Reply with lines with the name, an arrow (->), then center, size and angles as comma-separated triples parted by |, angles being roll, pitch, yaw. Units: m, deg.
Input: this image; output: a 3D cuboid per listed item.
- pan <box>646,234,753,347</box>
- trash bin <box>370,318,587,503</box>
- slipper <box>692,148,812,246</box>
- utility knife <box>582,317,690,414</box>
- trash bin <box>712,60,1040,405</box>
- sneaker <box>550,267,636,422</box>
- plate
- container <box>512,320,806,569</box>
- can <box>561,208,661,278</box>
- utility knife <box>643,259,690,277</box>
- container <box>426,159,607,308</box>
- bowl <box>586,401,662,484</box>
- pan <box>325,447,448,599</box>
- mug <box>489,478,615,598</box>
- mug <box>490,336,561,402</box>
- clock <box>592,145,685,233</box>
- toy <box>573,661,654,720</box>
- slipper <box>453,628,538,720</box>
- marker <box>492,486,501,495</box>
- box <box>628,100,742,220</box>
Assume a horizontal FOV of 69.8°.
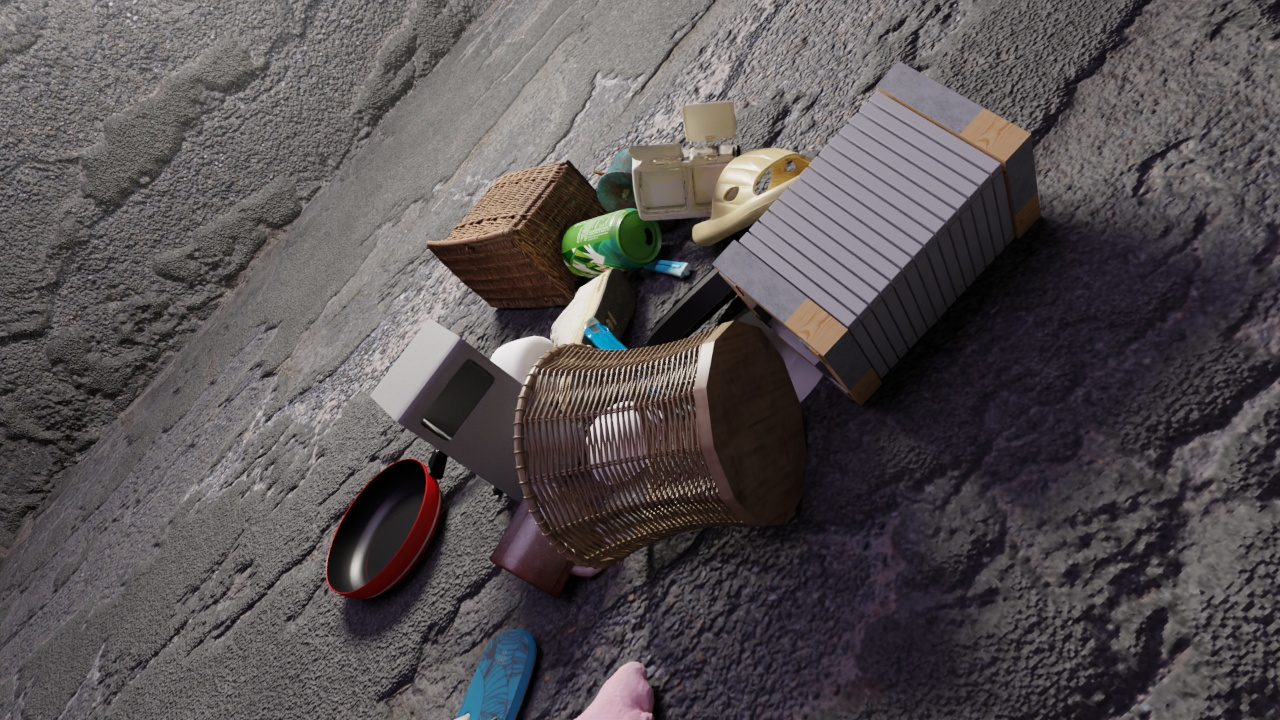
pan -> 0.141, -0.126, 0.984 | 0.357, 0.034, 0.225 | -43, -3, 14
trash bin -> -0.188, 0.069, 1.108 | 0.114, 0.229, 0.114 | -54, 33, -7
slipper -> 0.124, -0.198, 1.078 | 0.111, 0.079, 0.262 | -34, 6, -20
utility knife -> -0.006, 0.006, 1.084 | 0.031, 0.015, 0.196 | -33, 57, -25
trash bin -> 0.220, -0.111, 0.848 | 0.247, 0.142, 0.142 | -47, 58, 3
sneaker -> -0.080, -0.020, 1.198 | 0.102, 0.089, 0.240 | -13, 42, 30
plate -> 0.129, -0.006, 1.008 | 0.189, 0.016, 0.188 | -31, 37, 27
container -> 0.028, 0.074, 0.874 | 0.197, 0.227, 0.226 | -14, 47, 33
can -> -0.042, -0.164, 1.294 | 0.144, 0.083, 0.083 | -4, 54, 54
utility knife -> 0.031, -0.126, 1.245 | 0.022, 0.015, 0.118 | -51, 30, -14
container -> -0.176, -0.200, 1.437 | 0.250, 0.162, 0.182 | 2, 55, 49
bowl -> -0.029, 0.087, 1.077 | 0.110, 0.040, 0.109 | -31, 37, 27
pan -> -0.313, 0.183, 1.290 | 0.356, 0.067, 0.209 | -47, 33, 4
mug -> -0.089, 0.201, 1.006 | 0.123, 0.096, 0.110 | 23, 79, 24
mug -> -0.150, 0.027, 1.242 | 0.068, 0.094, 0.115 | -13, 85, 40
clock -> 0.014, -0.237, 1.283 | 0.158, 0.121, 0.073 | -2, 51, 42
toy -> -0.020, 0.325, 0.819 | 0.102, 0.050, 0.093 | -51, 30, -8
slipper -> -0.184, 0.407, 0.925 | 0.118, 0.060, 0.294 | -18, 44, 44
marker -> -0.174, 0.117, 1.245 | 0.011, 0.011, 0.151 | -18, 44, 39
box -> 0.057, -0.243, 1.154 | 0.145, 0.186, 0.065 | -5, 69, 9
